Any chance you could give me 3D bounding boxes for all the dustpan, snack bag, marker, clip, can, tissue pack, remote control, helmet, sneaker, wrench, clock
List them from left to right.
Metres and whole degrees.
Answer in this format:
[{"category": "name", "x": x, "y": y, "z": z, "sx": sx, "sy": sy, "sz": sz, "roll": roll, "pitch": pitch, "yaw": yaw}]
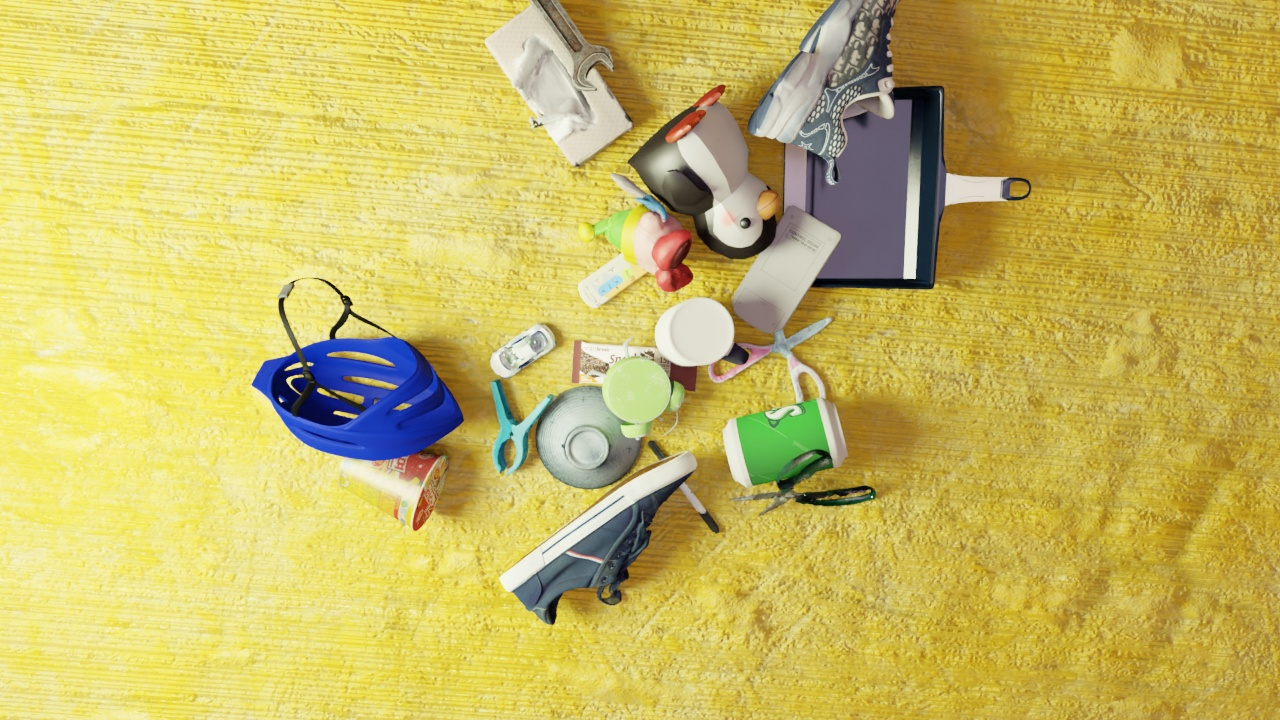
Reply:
[{"category": "helmet", "x": -0.329, "y": 0.010, "z": 1.055, "sx": 0.241, "sy": 0.147, "sz": 0.228, "roll": 6, "pitch": 135, "yaw": 2}, {"category": "clip", "x": -0.152, "y": 0.090, "z": 1.156, "sx": 0.097, "sy": 0.026, "sz": 0.116, "roll": 15, "pitch": 103, "yaw": 14}, {"category": "wrench", "x": -0.117, "y": -0.418, "z": 1.041, "sx": 0.070, "sy": 0.010, "sz": 0.273, "roll": -34, "pitch": 80, "yaw": 1}, {"category": "tissue pack", "x": -0.098, "y": -0.321, "z": 1.075, "sx": 0.104, "sy": 0.071, "sz": 0.181, "roll": -34, "pitch": 102, "yaw": 3}, {"category": "sneaker", "x": -0.029, "y": 0.231, "z": 1.148, "sx": 0.295, "sy": 0.120, "sz": 0.127, "roll": -40, "pitch": 86, "yaw": 9}, {"category": "remote control", "x": -0.020, "y": -0.112, "z": 1.135, "sx": 0.125, "sy": 0.018, "sz": 0.038, "roll": -35, "pitch": 98, "yaw": 3}, {"category": "snack bag", "x": -0.007, "y": 0.007, "z": 1.157, "sx": 0.158, "sy": 0.013, "sz": 0.057, "roll": 5, "pitch": 98, "yaw": -2}, {"category": "clock", "x": -0.001, "y": 0.042, "z": 1.127, "sx": 0.094, "sy": 0.042, "sz": 0.119, "roll": -42, "pitch": 101, "yaw": -5}, {"category": "marker", "x": 0.056, "y": 0.164, "z": 1.185, "sx": 0.011, "sy": 0.011, "sz": 0.152, "roll": -36, "pitch": 98, "yaw": 5}, {"category": "remote control", "x": 0.176, "y": -0.108, "z": 1.124, "sx": 0.074, "sy": 0.019, "sz": 0.151, "roll": 34, "pitch": 103, "yaw": 12}, {"category": "can", "x": 0.178, "y": 0.101, "z": 1.131, "sx": 0.140, "sy": 0.087, "sz": 0.088, "roll": -14, "pitch": 99, "yaw": 9}, {"category": "sneaker", "x": 0.243, "y": -0.331, "z": 1.039, "sx": 0.132, "sy": 0.103, "sz": 0.269, "roll": 36, "pitch": 79, "yaw": -5}, {"category": "dustpan", "x": 0.313, "y": -0.203, "z": 1.093, "sx": 0.273, "sy": 0.080, "sz": 0.236, "roll": 0, "pitch": 100, "yaw": -1}]

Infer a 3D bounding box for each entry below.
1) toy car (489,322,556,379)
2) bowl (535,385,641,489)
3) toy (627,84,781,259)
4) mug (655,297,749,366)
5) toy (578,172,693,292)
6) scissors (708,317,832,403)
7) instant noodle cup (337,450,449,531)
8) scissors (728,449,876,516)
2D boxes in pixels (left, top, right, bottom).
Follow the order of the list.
[{"category": "toy car", "x": -0.148, "y": -0.011, "z": 1.144, "sx": 0.090, "sy": 0.027, "sz": 0.039, "roll": -34, "pitch": 100, "yaw": 5}, {"category": "bowl", "x": -0.066, "y": 0.103, "z": 1.149, "sx": 0.137, "sy": 0.057, "sz": 0.137, "roll": 0, "pitch": 99, "yaw": -1}, {"category": "toy", "x": 0.082, "y": -0.198, "z": 1.078, "sx": 0.140, "sy": 0.158, "sz": 0.184, "roll": -23, "pitch": 114, "yaw": 42}, {"category": "mug", "x": 0.078, "y": -0.025, "z": 1.103, "sx": 0.112, "sy": 0.097, "sz": 0.078, "roll": 27, "pitch": 85, "yaw": -6}, {"category": "toy", "x": -0.004, "y": -0.145, "z": 1.075, "sx": 0.096, "sy": 0.124, "sz": 0.131, "roll": -37, "pitch": 65, "yaw": -10}, {"category": "scissors", "x": 0.175, "y": 0.003, "z": 1.161, "sx": 0.170, "sy": 0.013, "sz": 0.177, "roll": -30, "pitch": 97, "yaw": 1}, {"category": "instant noodle cup", "x": -0.309, "y": 0.144, "z": 1.138, "sx": 0.112, "sy": 0.100, "sz": 0.100, "roll": 22, "pitch": 98, "yaw": 3}, {"category": "scissors", "x": 0.213, "y": 0.151, "z": 1.121, "sx": 0.201, "sy": 0.206, "sz": 0.015, "roll": -4, "pitch": 61, "yaw": -11}]
